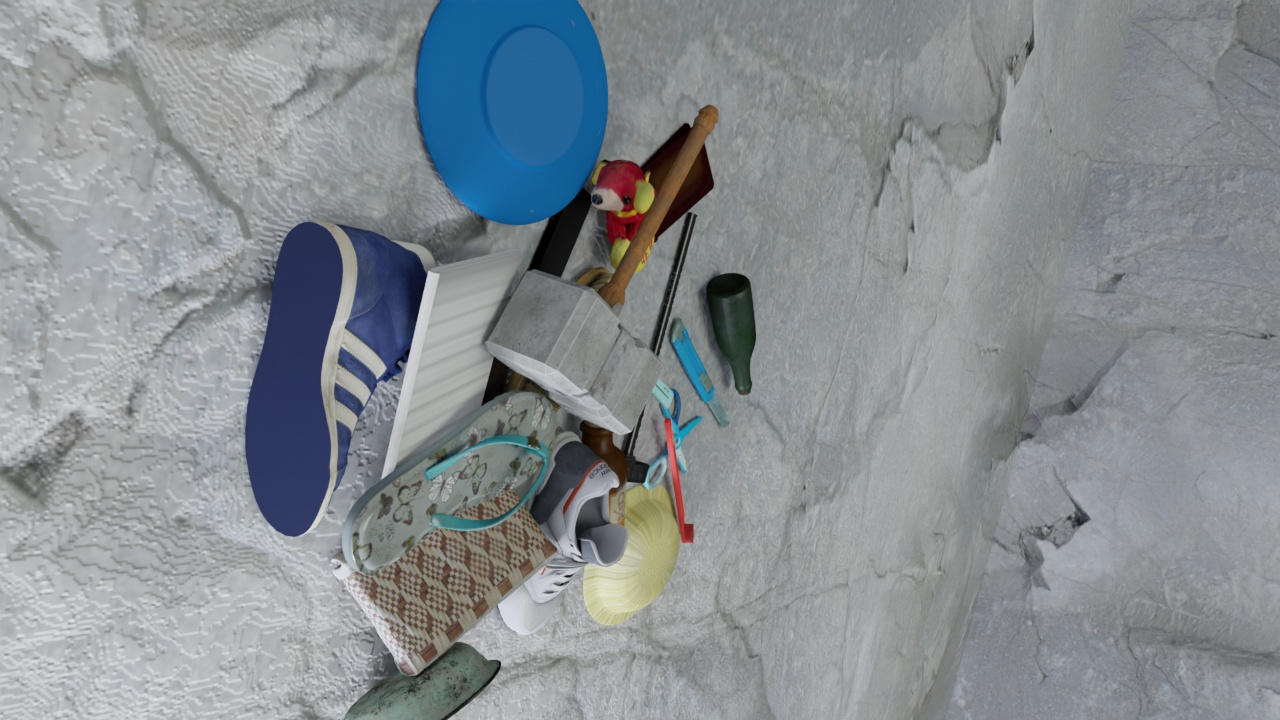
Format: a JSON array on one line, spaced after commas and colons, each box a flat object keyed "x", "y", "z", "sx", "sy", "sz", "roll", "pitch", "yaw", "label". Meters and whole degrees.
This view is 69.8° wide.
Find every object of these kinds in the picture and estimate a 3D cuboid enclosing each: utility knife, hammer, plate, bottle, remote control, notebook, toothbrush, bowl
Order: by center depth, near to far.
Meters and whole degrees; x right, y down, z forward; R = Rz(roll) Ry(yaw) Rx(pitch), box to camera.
[{"x": -0.158, "y": 0.015, "z": 0.759, "sx": 0.142, "sy": 0.009, "sz": 0.210, "roll": -35, "pitch": 145, "yaw": -67, "label": "notebook"}, {"x": -0.098, "y": -0.232, "z": 0.810, "sx": 0.223, "sy": 0.024, "sz": 0.224, "roll": -18, "pitch": 114, "yaw": -46, "label": "plate"}, {"x": -0.201, "y": 0.297, "z": 0.812, "sx": 0.157, "sy": 0.158, "sz": 0.038, "roll": -29, "pitch": 89, "yaw": -44, "label": "bowl"}, {"x": -0.002, "y": -0.106, "z": 0.853, "sx": 0.317, "sy": 0.083, "sz": 0.162, "roll": -62, "pitch": 148, "yaw": -11, "label": "hammer"}, {"x": -0.087, "y": -0.102, "z": 0.898, "sx": 0.034, "sy": 0.013, "sz": 0.150, "roll": 34, "pitch": 75, "yaw": -53, "label": "remote control"}, {"x": -0.048, "y": 0.128, "z": 0.993, "sx": 0.067, "sy": 0.068, "sz": 0.157, "roll": -18, "pitch": 117, "yaw": -49, "label": "bottle"}, {"x": -0.006, "y": 0.006, "z": 1.029, "sx": 0.166, "sy": 0.015, "sz": 0.022, "roll": 47, "pitch": 66, "yaw": -45, "label": "utility knife"}, {"x": 0.015, "y": -0.016, "z": 1.069, "sx": 0.095, "sy": 0.015, "sz": 0.325, "roll": 15, "pitch": 90, "yaw": -54, "label": "hammer"}, {"x": 0.004, "y": 0.245, "z": 1.135, "sx": 0.183, "sy": 0.036, "sz": 0.184, "roll": -24, "pitch": 122, "yaw": -47, "label": "plate"}, {"x": 0.051, "y": 0.156, "z": 1.160, "sx": 0.012, "sy": 0.018, "sz": 0.213, "roll": -72, "pitch": 158, "yaw": -52, "label": "toothbrush"}, {"x": 0.080, "y": 0.024, "z": 1.172, "sx": 0.031, "sy": 0.015, "sz": 0.222, "roll": -53, "pitch": 141, "yaw": -19, "label": "utility knife"}, {"x": 0.123, "y": -0.026, "z": 1.176, "sx": 0.055, "sy": 0.055, "sz": 0.174, "roll": -44, "pitch": 136, "yaw": -35, "label": "bottle"}]

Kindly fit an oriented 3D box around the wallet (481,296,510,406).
[{"x": -0.158, "y": 0.000, "z": 0.832, "sx": 0.099, "sy": 0.031, "sz": 0.120, "roll": -8, "pitch": 115, "yaw": -53, "label": "wallet"}]

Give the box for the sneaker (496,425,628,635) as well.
[{"x": -0.076, "y": 0.186, "z": 0.928, "sx": 0.088, "sy": 0.124, "sz": 0.240, "roll": -14, "pitch": 114, "yaw": -50, "label": "sneaker"}]

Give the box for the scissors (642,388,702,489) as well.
[{"x": 0.039, "y": 0.097, "z": 1.146, "sx": 0.133, "sy": 0.011, "sz": 0.140, "roll": -38, "pitch": 129, "yaw": -40, "label": "scissors"}]

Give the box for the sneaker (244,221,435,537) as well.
[{"x": -0.222, "y": 0.010, "z": 0.709, "sx": 0.118, "sy": 0.091, "sz": 0.233, "roll": -14, "pitch": 116, "yaw": -63, "label": "sneaker"}]

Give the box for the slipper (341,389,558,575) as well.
[{"x": -0.136, "y": 0.095, "z": 0.775, "sx": 0.268, "sy": 0.055, "sz": 0.098, "roll": -29, "pitch": 128, "yaw": -55, "label": "slipper"}]

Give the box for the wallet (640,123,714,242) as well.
[{"x": 0.036, "y": -0.201, "z": 1.024, "sx": 0.115, "sy": 0.018, "sz": 0.091, "roll": -48, "pitch": 137, "yaw": -29, "label": "wallet"}]

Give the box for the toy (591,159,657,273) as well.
[{"x": -0.009, "y": -0.153, "z": 0.940, "sx": 0.137, "sy": 0.067, "sz": 0.105, "roll": 71, "pitch": 33, "yaw": -57, "label": "toy"}]

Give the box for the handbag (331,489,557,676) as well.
[{"x": -0.173, "y": 0.178, "z": 0.829, "sx": 0.185, "sy": 0.047, "sz": 0.124, "roll": -36, "pitch": 94, "yaw": -40, "label": "handbag"}]

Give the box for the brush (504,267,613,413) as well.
[{"x": -0.077, "y": -0.012, "z": 0.919, "sx": 0.195, "sy": 0.043, "sz": 0.059, "roll": -59, "pitch": 142, "yaw": -19, "label": "brush"}]
